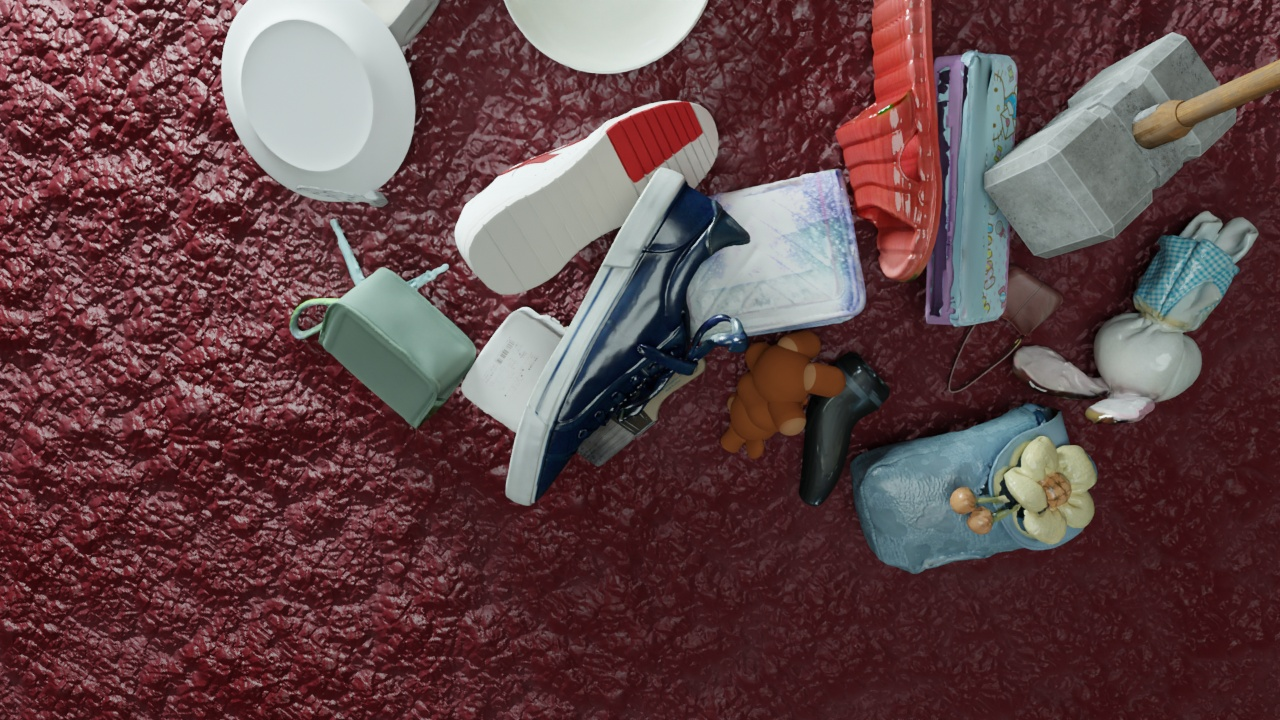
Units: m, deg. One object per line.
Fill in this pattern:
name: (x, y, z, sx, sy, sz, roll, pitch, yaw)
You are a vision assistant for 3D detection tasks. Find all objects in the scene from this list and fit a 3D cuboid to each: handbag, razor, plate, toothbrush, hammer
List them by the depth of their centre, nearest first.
hammer: (0.383, -0.172, 0.580, 0.162, 0.318, 0.083, -40, 95, -15)
toothbrush: (-0.245, -0.138, 0.755, 0.010, 0.181, 0.010, -37, 92, 7)
plate: (-0.027, -0.332, 0.761, 0.182, 0.034, 0.182, 1, 102, 7)
handbag: (0.280, 0.113, 0.773, 0.192, 0.118, 0.122, -13, 100, 4)
handbag: (0.104, -0.086, 0.784, 0.159, 0.069, 0.126, -9, 87, 9)
handbag: (0.304, -0.021, 0.791, 0.055, 0.029, 0.120, 34, 109, 3)
plate: (-0.288, -0.231, 0.804, 0.189, 0.016, 0.189, 6, 113, 13)
razor: (0.176, 0.063, 0.811, 0.063, 0.053, 0.141, 12, 106, -2)
handbag: (-0.217, -0.011, 0.814, 0.122, 0.067, 0.106, 41, 139, -3)

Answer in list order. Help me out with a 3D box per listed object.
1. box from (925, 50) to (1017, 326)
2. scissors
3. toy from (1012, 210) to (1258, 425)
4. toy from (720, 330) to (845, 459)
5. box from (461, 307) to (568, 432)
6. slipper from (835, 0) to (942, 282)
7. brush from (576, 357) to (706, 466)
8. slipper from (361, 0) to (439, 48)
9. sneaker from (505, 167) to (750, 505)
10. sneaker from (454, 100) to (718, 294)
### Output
box: (0.260, -0.136, 0.738, 0.065, 0.077, 0.214, 7, 104, 36)
scissors: (-0.252, -0.052, 0.862, 0.172, 0.021, 0.172, -21, 94, 14)
toy: (0.423, -0.030, 0.752, 0.105, 0.131, 0.205, 32, 97, -32)
toy: (0.115, 0.036, 0.797, 0.065, 0.094, 0.128, 4, 137, -29)
box: (-0.092, 0.010, 0.843, 0.107, 0.091, 0.102, 35, 97, -7)
slipper: (0.191, -0.186, 0.730, 0.059, 0.103, 0.249, -3, 94, -6)
brush: (0.000, 0.044, 0.849, 0.151, 0.012, 0.039, -40, 94, 12)
slipper: (-0.180, -0.378, 0.748, 0.113, 0.080, 0.266, 40, 104, 1)
sneaker: (-0.004, 0.004, 0.730, 0.127, 0.120, 0.295, 31, 99, -1)
sneaker: (-0.053, -0.153, 0.779, 0.236, 0.104, 0.090, -36, 127, -7)
